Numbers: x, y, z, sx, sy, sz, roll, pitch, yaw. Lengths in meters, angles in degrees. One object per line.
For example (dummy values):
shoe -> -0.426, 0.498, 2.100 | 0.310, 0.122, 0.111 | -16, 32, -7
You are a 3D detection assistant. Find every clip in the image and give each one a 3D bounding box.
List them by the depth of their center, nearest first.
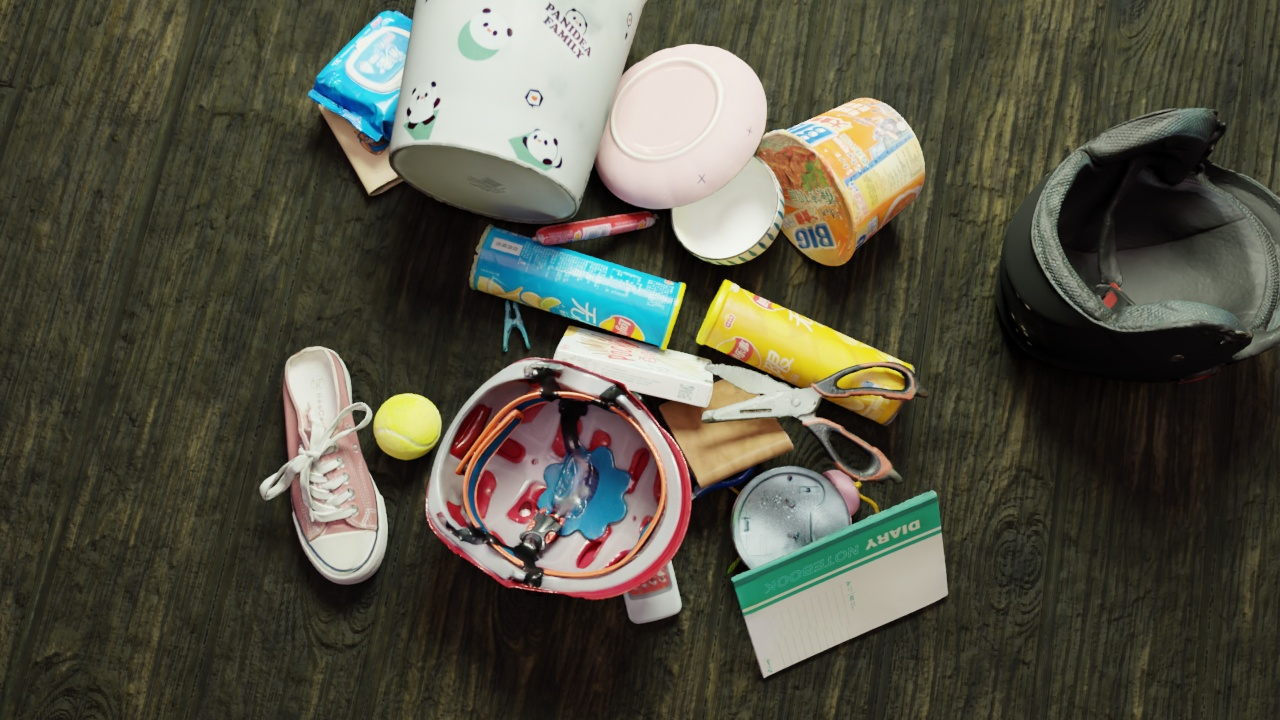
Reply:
clip -> -0.131, -0.037, 0.958 | 0.037, 0.013, 0.055 | -5, 83, -4

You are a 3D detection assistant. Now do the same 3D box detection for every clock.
clock -> 0.165, 0.166, 0.918 | 0.158, 0.060, 0.117 | 1, 80, -1

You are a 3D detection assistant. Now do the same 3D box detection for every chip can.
chip can -> -0.063, -0.075, 0.938 | 0.210, 0.071, 0.071 | 17, 81, 1
chip can -> 0.166, -0.007, 0.939 | 0.213, 0.072, 0.072 | 25, 81, 0

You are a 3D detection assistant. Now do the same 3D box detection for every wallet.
wallet -> 0.083, 0.067, 0.921 | 0.101, 0.020, 0.115 | -23, 47, -7
wallet -> -0.277, -0.243, 0.977 | 0.087, 0.024, 0.115 | -30, 81, -10

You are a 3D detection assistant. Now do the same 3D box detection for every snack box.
snack box -> -0.005, 0.005, 0.921 | 0.157, 0.084, 0.027 | 14, 108, -1

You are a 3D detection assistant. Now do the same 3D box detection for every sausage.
sausage -> -0.044, -0.136, 0.945 | 0.155, 0.020, 0.020 | -15, 81, -34

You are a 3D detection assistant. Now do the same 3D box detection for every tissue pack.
tissue pack -> -0.261, -0.302, 0.956 | 0.095, 0.052, 0.156 | 31, 64, 4

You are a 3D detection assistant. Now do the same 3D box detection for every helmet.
helmet -> -0.063, 0.119, 0.866 | 0.240, 0.144, 0.207 | 26, 83, 12
helmet -> 0.486, -0.092, 0.888 | 0.274, 0.231, 0.233 | 7, 74, -10

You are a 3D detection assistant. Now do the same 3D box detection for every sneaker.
sneaker -> -0.308, 0.099, 0.891 | 0.118, 0.088, 0.241 | -12, 81, -5

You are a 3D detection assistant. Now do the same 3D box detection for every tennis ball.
tennis ball -> -0.231, 0.066, 0.911 | 0.065, 0.065, 0.065 | 0, 81, -3

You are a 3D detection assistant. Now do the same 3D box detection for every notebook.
notebook -> 0.198, 0.218, 0.888 | 0.209, 0.012, 0.150 | -22, 125, -5

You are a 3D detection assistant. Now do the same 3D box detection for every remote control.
remote control -> 0.001, 0.194, 0.926 | 0.056, 0.020, 0.136 | -12, 82, -5

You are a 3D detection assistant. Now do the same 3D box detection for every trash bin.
trash bin -> -0.122, -0.282, 0.885 | 0.229, 0.230, 0.251 | 12, 81, -1

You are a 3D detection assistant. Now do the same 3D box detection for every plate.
plate -> 0.032, -0.249, 0.942 | 0.193, 0.039, 0.192 | -8, 67, 20

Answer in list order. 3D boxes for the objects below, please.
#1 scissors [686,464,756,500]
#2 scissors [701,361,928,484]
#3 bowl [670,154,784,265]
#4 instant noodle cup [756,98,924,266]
scissors -> 0.052, 0.134, 0.907 | 0.144, 0.012, 0.169 | -4, 53, 22
scissors -> 0.172, 0.047, 0.883 | 0.189, 0.015, 0.224 | -41, 90, -8
bowl -> 0.096, -0.151, 0.949 | 0.117, 0.066, 0.116 | -5, 78, 25
instant noodle cup -> 0.207, -0.188, 0.934 | 0.111, 0.151, 0.151 | -33, 84, -15
